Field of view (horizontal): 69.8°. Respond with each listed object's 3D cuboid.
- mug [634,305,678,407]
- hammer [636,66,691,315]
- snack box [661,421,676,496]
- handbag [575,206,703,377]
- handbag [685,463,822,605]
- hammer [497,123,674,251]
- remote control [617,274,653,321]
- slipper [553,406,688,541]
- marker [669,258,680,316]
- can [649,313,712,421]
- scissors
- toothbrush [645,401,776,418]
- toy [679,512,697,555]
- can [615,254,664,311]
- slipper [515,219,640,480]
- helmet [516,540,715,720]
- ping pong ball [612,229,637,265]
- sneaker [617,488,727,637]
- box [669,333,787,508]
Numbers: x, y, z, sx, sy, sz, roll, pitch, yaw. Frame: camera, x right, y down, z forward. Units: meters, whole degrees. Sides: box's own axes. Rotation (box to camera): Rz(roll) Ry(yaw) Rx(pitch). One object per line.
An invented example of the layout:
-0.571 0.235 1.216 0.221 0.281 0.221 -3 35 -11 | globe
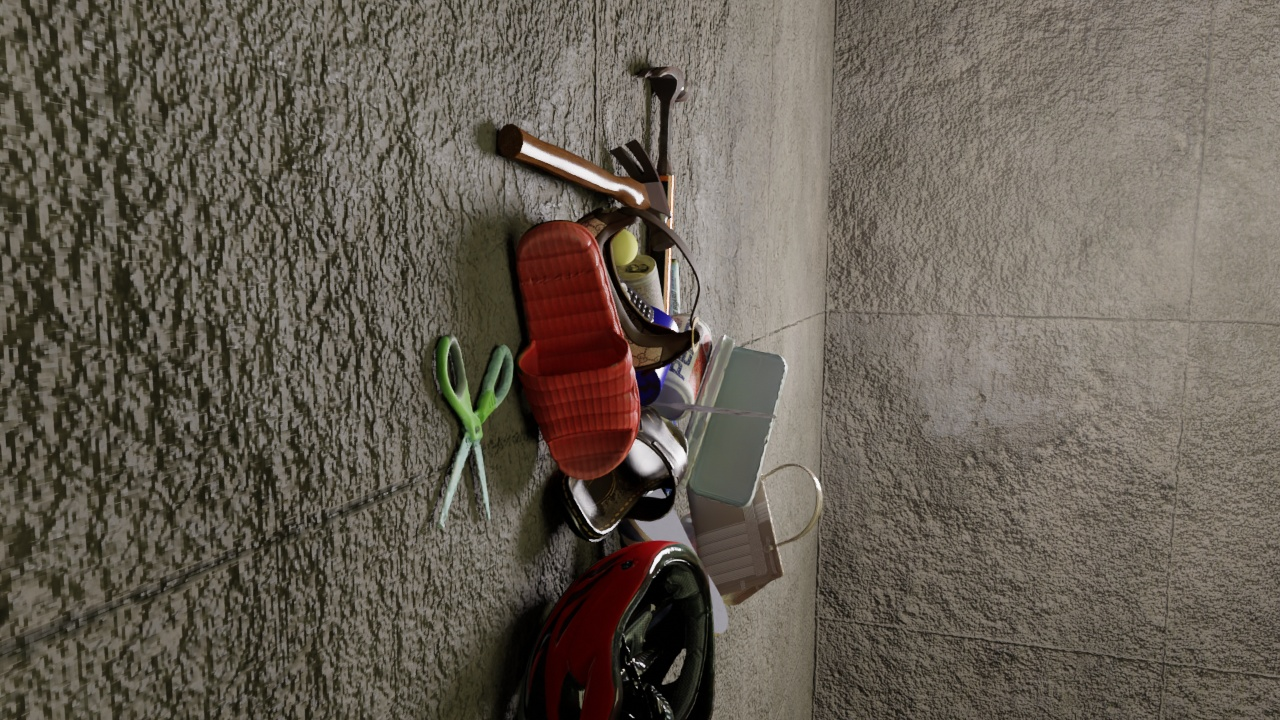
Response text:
-0.006 0.006 1.015 0.083 0.079 0.111 -68 166 -45 | mug
0.025 -0.207 1.139 0.137 0.035 0.314 -6 99 -72 | hammer
0.028 0.116 1.204 0.082 0.027 0.150 -65 153 -46 | snack box
-0.010 -0.063 0.861 0.166 0.139 0.063 65 26 -16 | handbag
0.154 0.200 1.180 0.062 0.198 0.175 17 52 -39 | handbag
-0.044 -0.181 0.903 0.322 0.033 0.115 1 71 -67 | hammer
-0.027 -0.076 0.947 0.124 0.009 0.046 45 38 -28 | remote control
-0.003 0.111 0.983 0.113 0.076 0.267 61 27 0 | slipper
0.047 -0.066 1.254 0.017 0.017 0.146 -46 135 -63 | marker
0.042 0.007 1.152 0.135 0.078 0.078 -67 153 -46 | can
-0.131 0.053 0.735 0.167 0.023 0.172 -66 155 -60 | scissors
0.069 0.054 1.075 0.010 0.182 0.010 -65 156 -55 | toothbrush
0.068 0.292 1.265 0.212 0.084 0.142 -51 140 -57 | toy
0.002 -0.051 1.060 0.054 0.054 0.136 -66 152 -47 | can
-0.058 0.002 0.813 0.059 0.103 0.249 -81 164 -67 | slipper
-0.011 0.297 0.887 0.271 0.167 0.217 -58 135 -46 | helmet
-0.023 -0.123 0.995 0.040 0.040 0.040 3 89 -72 | ping pong ball
-0.009 0.233 1.061 0.233 0.119 0.091 57 27 1 | sneaker
0.123 0.082 1.168 0.106 0.124 0.215 115 -5 -87 | box
